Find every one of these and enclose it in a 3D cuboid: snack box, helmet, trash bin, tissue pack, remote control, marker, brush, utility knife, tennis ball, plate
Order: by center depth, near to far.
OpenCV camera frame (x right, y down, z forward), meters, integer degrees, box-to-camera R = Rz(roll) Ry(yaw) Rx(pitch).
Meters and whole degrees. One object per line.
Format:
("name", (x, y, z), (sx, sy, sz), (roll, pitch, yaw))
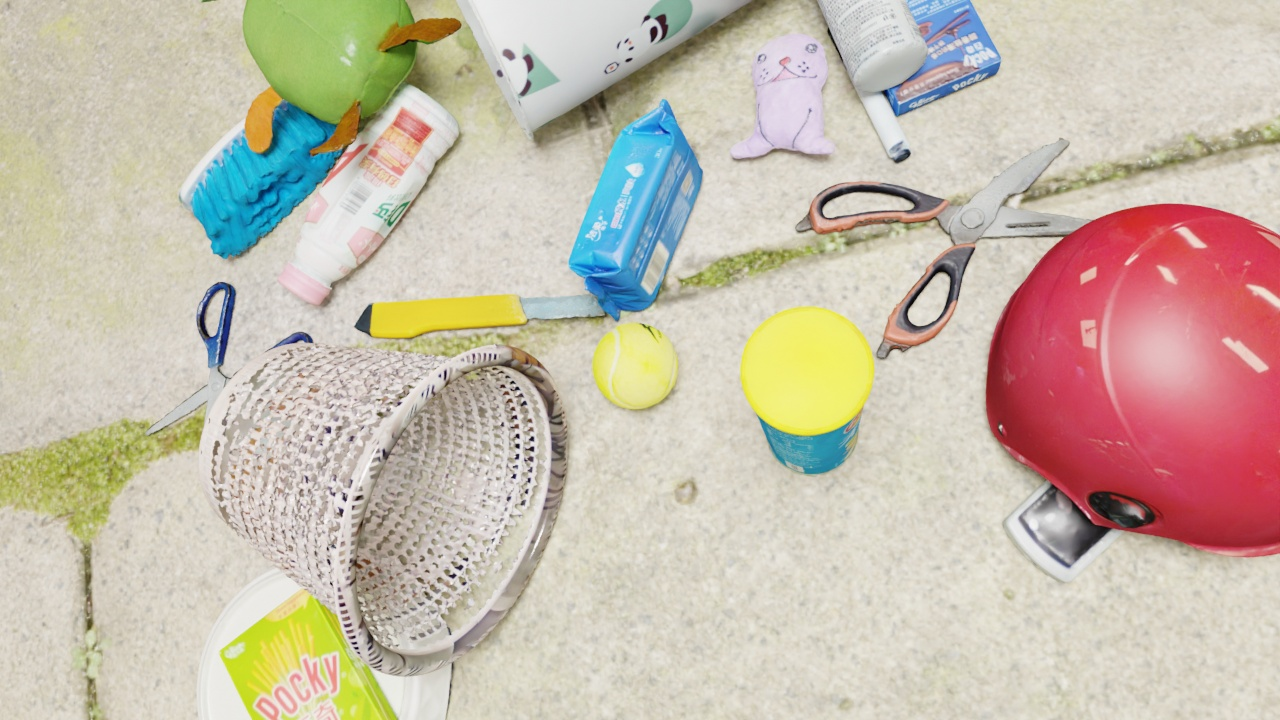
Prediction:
("helmet", (0.342, 0.001, 0.567), (0.240, 0.144, 0.206), (38, 81, 26))
("remote control", (0.322, 0.085, 0.632), (0.150, 0.021, 0.058), (-43, 73, -1))
("trash bin", (-0.191, 0.079, 0.652), (0.192, 0.227, 0.227), (15, 80, 27))
("snack box", (-0.231, 0.249, 0.657), (0.086, 0.026, 0.156), (-36, 72, 0))
("tennis ball", (-0.004, 0.004, 0.695), (0.065, 0.065, 0.065), (-3, 77, 11))
("plate", (-0.247, 0.244, 0.699), (0.205, 0.045, 0.204), (-3, 77, 12))
("trash bin", (-0.027, -0.330, 0.702), (0.252, 0.230, 0.229), (-27, 73, -1))
("tissue pack", (-0.003, -0.113, 0.707), (0.052, 0.095, 0.157), (19, 81, 21))
("marker", (0.182, -0.216, 0.731), (0.018, 0.023, 0.130), (-14, 71, -23))
("snack box", (0.214, -0.281, 0.735), (0.084, 0.026, 0.157), (-22, 74, 7))
("utility knife", (-0.134, -0.037, 0.755), (0.219, 0.015, 0.033), (-2, 76, 13))
("brush", (-0.291, -0.234, 0.817), (0.314, 0.060, 0.109), (-45, 69, -4))

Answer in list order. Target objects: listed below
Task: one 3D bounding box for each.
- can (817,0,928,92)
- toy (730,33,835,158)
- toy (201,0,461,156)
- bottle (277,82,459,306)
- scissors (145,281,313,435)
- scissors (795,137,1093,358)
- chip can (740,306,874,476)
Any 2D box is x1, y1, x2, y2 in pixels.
("can", (0.166, -0.281, 0.702), (0.058, 0.058, 0.146), (-20, 74, 6))
("toy", (0.116, -0.211, 0.734), (0.084, 0.039, 0.108), (0, 78, 20))
("toy", (-0.249, -0.259, 0.738), (0.227, 0.090, 0.247), (-49, 57, 4))
("bottle", (-0.232, -0.137, 0.774), (0.068, 0.068, 0.197), (33, 87, 16))
("scissors", (-0.358, 0.010, 0.792), (0.162, 0.012, 0.175), (-12, 76, 8))
("scissors", (0.231, -0.100, 0.698), (0.189, 0.015, 0.225), (38, 86, 17))
("chip can", (0.109, 0.028, 0.590), (0.071, 0.210, 0.071), (-3, 77, 11))
